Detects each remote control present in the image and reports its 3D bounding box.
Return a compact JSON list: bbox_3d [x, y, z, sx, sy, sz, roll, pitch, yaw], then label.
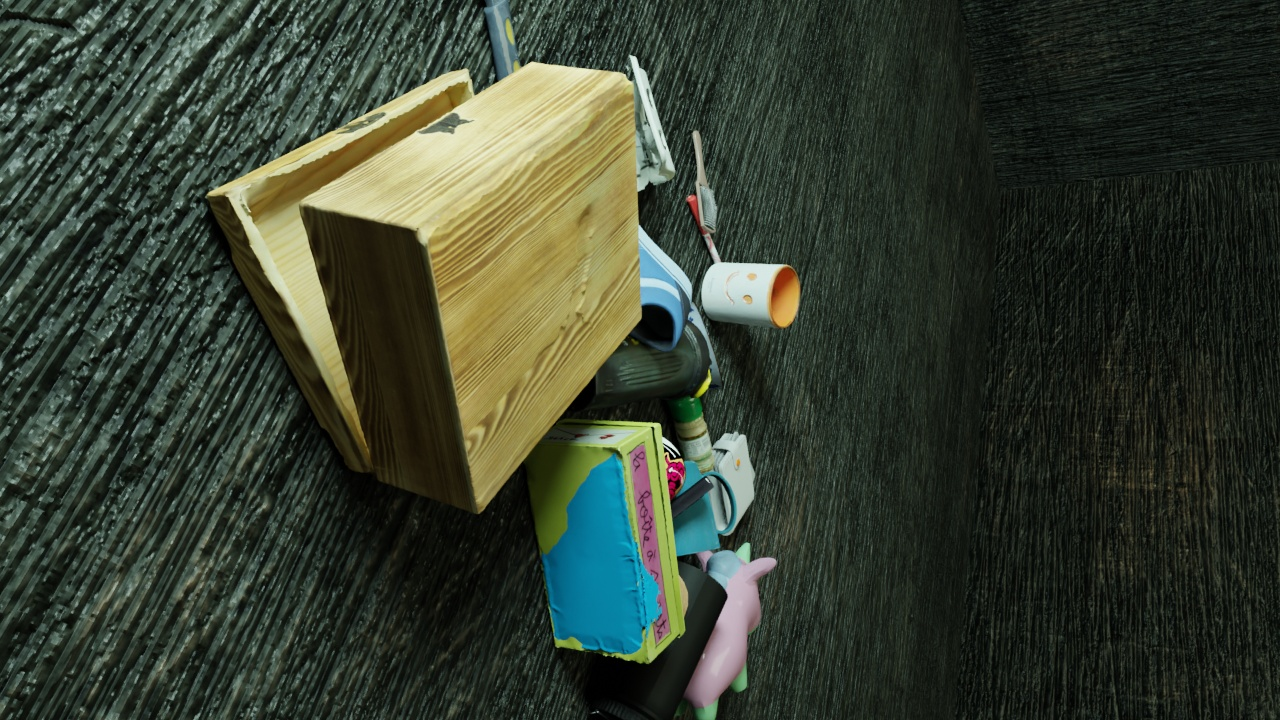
[{"bbox_3d":[0.022,0.173,1.000,0.015,0.136,0.032,53,0,5],"label":"remote control"}]

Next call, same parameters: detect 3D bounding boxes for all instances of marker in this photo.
[{"bbox_3d":[0.091,-0.160,1.227,0.142,0.013,0.012,63,39,-37],"label":"marker"}]

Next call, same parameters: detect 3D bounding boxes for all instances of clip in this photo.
[{"bbox_3d":[-0.014,-0.242,1.001,0.152,0.101,0.126,118,-40,-79],"label":"clip"}]

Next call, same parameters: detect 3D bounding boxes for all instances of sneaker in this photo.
[{"bbox_3d":[-0.039,-0.087,0.872,0.241,0.084,0.098,36,47,-32],"label":"sneaker"}]

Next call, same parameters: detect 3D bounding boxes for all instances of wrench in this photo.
[{"bbox_3d":[-0.126,-0.290,0.849,0.073,0.022,0.273,-39,121,-62],"label":"wrench"}]

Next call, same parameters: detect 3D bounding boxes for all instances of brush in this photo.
[{"bbox_3d":[0.085,-0.236,1.201,0.049,0.015,0.135,6,76,-67],"label":"brush"}]

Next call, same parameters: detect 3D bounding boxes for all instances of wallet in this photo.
[{"bbox_3d":[0.127,0.157,1.252,0.115,0.038,0.118,-44,129,-52],"label":"wallet"}]

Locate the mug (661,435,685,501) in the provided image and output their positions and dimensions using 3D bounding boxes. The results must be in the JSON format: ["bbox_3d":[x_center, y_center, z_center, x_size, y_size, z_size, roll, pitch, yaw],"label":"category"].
[{"bbox_3d":[-0.014,0.146,0.979,0.098,0.082,0.118,-32,144,-56],"label":"mug"}]

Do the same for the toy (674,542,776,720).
[{"bbox_3d":[0.082,0.326,1.104,0.221,0.120,0.171,-25,115,-52],"label":"toy"}]

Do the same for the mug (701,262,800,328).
[{"bbox_3d":[0.146,-0.087,1.214,0.082,0.105,0.082,-13,107,-51],"label":"mug"}]

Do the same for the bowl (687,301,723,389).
[{"bbox_3d":[0.062,-0.011,1.116,0.114,0.045,0.114,74,-2,-90],"label":"bowl"}]

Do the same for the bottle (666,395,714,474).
[{"bbox_3d":[0.063,0.088,1.140,0.043,0.043,0.111,-46,129,-51],"label":"bottle"}]

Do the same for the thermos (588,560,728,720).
[{"bbox_3d":[0.015,0.323,0.987,0.198,0.086,0.086,-59,137,-30],"label":"thermos"}]

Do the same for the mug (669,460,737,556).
[{"bbox_3d":[0.056,0.170,1.062,0.085,0.112,0.104,137,-57,-71],"label":"mug"}]

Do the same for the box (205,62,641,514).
[{"bbox_3d":[-0.137,-0.066,0.711,0.278,0.192,0.252,-54,148,-47],"label":"box"}]

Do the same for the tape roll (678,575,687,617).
[{"bbox_3d":[0.002,0.255,0.975,0.027,0.094,0.093,60,41,-39],"label":"tape roll"}]

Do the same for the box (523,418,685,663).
[{"bbox_3d":[-0.034,0.173,0.890,0.079,0.125,0.221,-27,111,-55],"label":"box"}]

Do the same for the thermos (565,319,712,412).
[{"bbox_3d":[-0.006,0.006,0.979,0.220,0.098,0.098,-11,98,-55],"label":"thermos"}]
